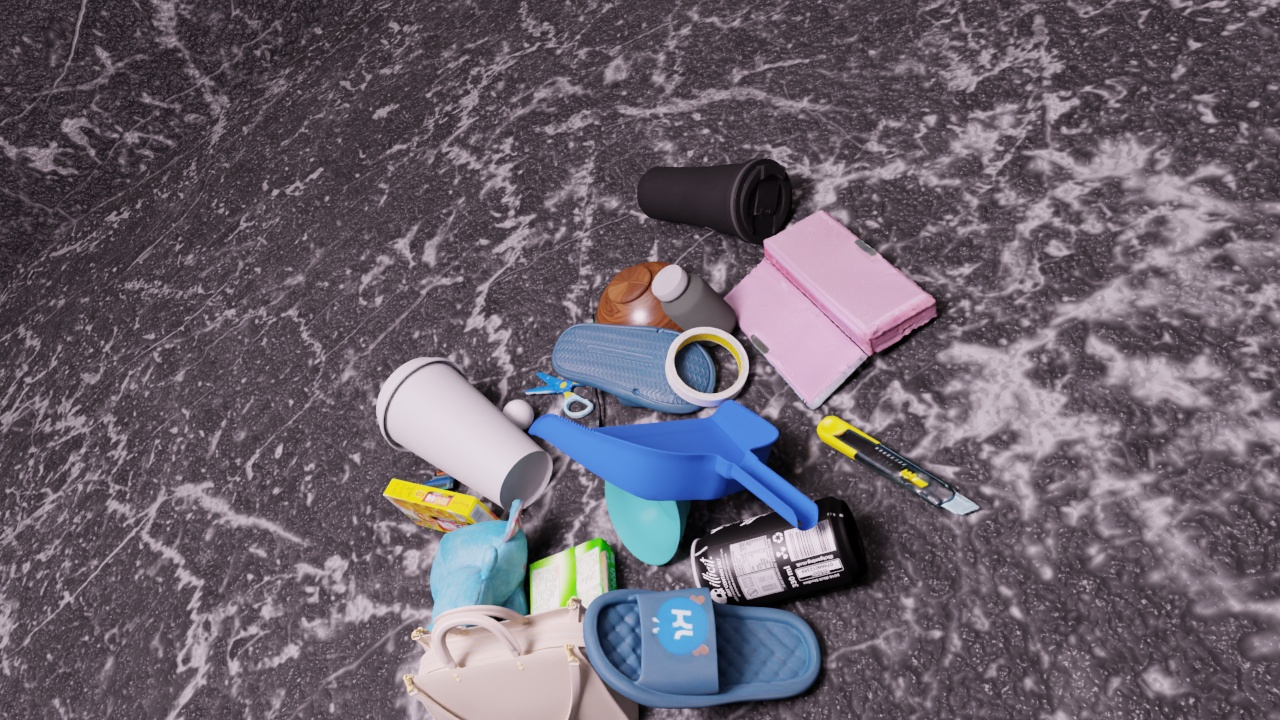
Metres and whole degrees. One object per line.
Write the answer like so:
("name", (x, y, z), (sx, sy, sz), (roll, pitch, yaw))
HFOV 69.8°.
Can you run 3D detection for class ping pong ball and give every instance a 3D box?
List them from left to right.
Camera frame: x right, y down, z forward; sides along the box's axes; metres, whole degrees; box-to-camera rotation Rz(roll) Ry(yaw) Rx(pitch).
("ping pong ball", (-0.156, 0.070, 1.168), (0.040, 0.040, 0.040), (-19, 45, 20))

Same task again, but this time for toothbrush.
("toothbrush", (-0.059, 0.019, 1.148), (0.017, 0.014, 0.187), (-11, 56, 11))

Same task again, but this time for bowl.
("bowl", (-0.001, -0.078, 1.172), (0.147, 0.069, 0.147), (-19, 45, 20))
("bowl", (0.017, 0.148, 0.960), (0.046, 0.121, 0.121), (-14, 28, -37))

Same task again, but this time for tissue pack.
("tissue pack", (-0.069, 0.247, 0.959), (0.100, 0.034, 0.113), (-24, 44, 18))

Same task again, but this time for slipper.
("slipper", (-0.007, 0.006, 1.104), (0.214, 0.059, 0.103), (15, 69, 24))
("slipper", (0.056, 0.245, 0.787), (0.213, 0.059, 0.103), (8, 51, -8))

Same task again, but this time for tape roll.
("tape roll", (0.076, 0.007, 1.046), (0.094, 0.019, 0.093), (2, 63, -4))

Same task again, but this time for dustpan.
("dustpan", (0.064, 0.099, 0.871), (0.258, 0.245, 0.060), (37, 120, 45))

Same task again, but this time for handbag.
("handbag", (-0.115, 0.273, 0.831), (0.195, 0.198, 0.101), (-15, 44, 14))

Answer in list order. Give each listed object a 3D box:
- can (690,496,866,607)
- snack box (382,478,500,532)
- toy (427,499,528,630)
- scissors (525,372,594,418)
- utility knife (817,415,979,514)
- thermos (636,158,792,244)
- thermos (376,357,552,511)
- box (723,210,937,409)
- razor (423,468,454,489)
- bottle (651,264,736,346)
("can", (0.127, 0.181, 0.849), (0.146, 0.080, 0.080), (-20, 45, 19))
("snack box", (-0.233, 0.181, 1.098), (0.152, 0.075, 0.025), (5, 55, 37))
("toy", (-0.168, 0.243, 0.973), (0.183, 0.115, 0.180), (-53, 14, 13))
("scissors", (-0.100, 0.044, 1.178), (0.133, 0.020, 0.096), (-8, 47, 28))
("utility knife", (0.244, 0.102, 0.887), (0.028, 0.020, 0.186), (-49, 44, -9))
("thermos", (0.092, -0.215, 1.212), (0.219, 0.106, 0.105), (17, 64, 48))
("thermos", (-0.212, 0.093, 1.122), (0.222, 0.131, 0.131), (30, 74, 33))
("box", (0.200, -0.071, 1.046), (0.180, 0.051, 0.232), (-38, 42, 2))
("razor", (-0.254, 0.118, 1.211), (0.044, 0.018, 0.140), (-12, 44, 12))
("bottle", (0.063, -0.065, 1.083), (0.060, 0.108, 0.060), (-26, 44, 28))
